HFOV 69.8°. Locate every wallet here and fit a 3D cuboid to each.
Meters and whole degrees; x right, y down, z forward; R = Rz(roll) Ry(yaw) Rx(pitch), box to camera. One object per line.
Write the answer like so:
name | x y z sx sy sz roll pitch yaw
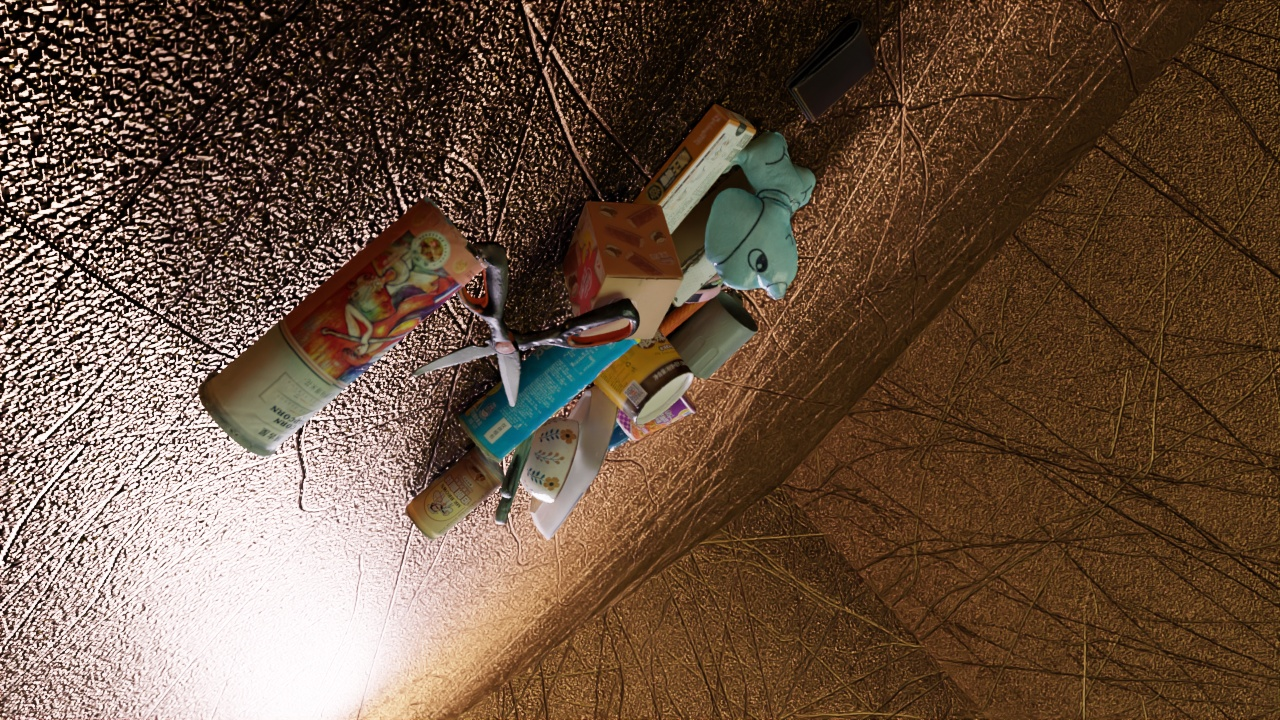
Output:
wallet | 0.205 -0.304 0.972 0.096 0.020 0.122 -40 165 15

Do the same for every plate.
plate | -0.096 0.132 1.258 0.161 0.034 0.267 -83 -160 -45

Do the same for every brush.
brush | -0.013 0.080 1.379 0.143 0.055 0.074 -34 163 -21

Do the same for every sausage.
sausage | 0.038 -0.049 1.231 0.165 0.021 0.021 -39 163 -5

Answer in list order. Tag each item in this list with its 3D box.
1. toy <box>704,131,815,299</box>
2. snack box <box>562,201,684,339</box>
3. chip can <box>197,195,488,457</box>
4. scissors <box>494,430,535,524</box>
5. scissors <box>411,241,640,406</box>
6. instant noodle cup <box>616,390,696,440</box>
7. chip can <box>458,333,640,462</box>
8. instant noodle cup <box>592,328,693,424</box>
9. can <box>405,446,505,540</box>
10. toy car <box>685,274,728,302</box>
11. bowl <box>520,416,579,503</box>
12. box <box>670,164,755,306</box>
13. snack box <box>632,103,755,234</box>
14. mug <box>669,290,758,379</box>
toy | 0.120 -0.146 0.958 0.156 0.161 0.050 -41 -172 2
snack box | -0.019 -0.084 0.865 0.077 0.094 0.093 0 145 -22
chip can | -0.214 -0.026 0.670 0.214 0.071 0.071 -41 163 -2
scissors | -0.140 0.108 1.090 0.172 0.019 0.176 118 -9 -78
scissors | -0.114 -0.026 0.828 0.234 0.021 0.221 -12 141 10
instant noodle cup | 0.010 0.054 1.293 0.099 0.111 0.111 -35 163 6
chip can | -0.101 0.019 1.021 0.210 0.071 0.071 -41 163 1
instant noodle cup | -0.007 0.007 1.116 0.118 0.114 0.119 -36 161 -14
can | -0.225 0.162 1.123 0.116 0.058 0.058 -41 163 -2
toy car | 0.094 -0.102 1.161 0.122 0.037 0.056 -20 167 -16
bowl | -0.129 0.123 1.196 0.113 0.062 0.113 -161 -89 -76
box | 0.073 -0.137 1.030 0.184 0.062 0.090 -39 162 0
snack box | 0.046 -0.182 0.916 0.154 0.026 0.075 -48 162 22
mug | 0.104 -0.042 1.315 0.104 0.083 0.123 -47 -173 20
